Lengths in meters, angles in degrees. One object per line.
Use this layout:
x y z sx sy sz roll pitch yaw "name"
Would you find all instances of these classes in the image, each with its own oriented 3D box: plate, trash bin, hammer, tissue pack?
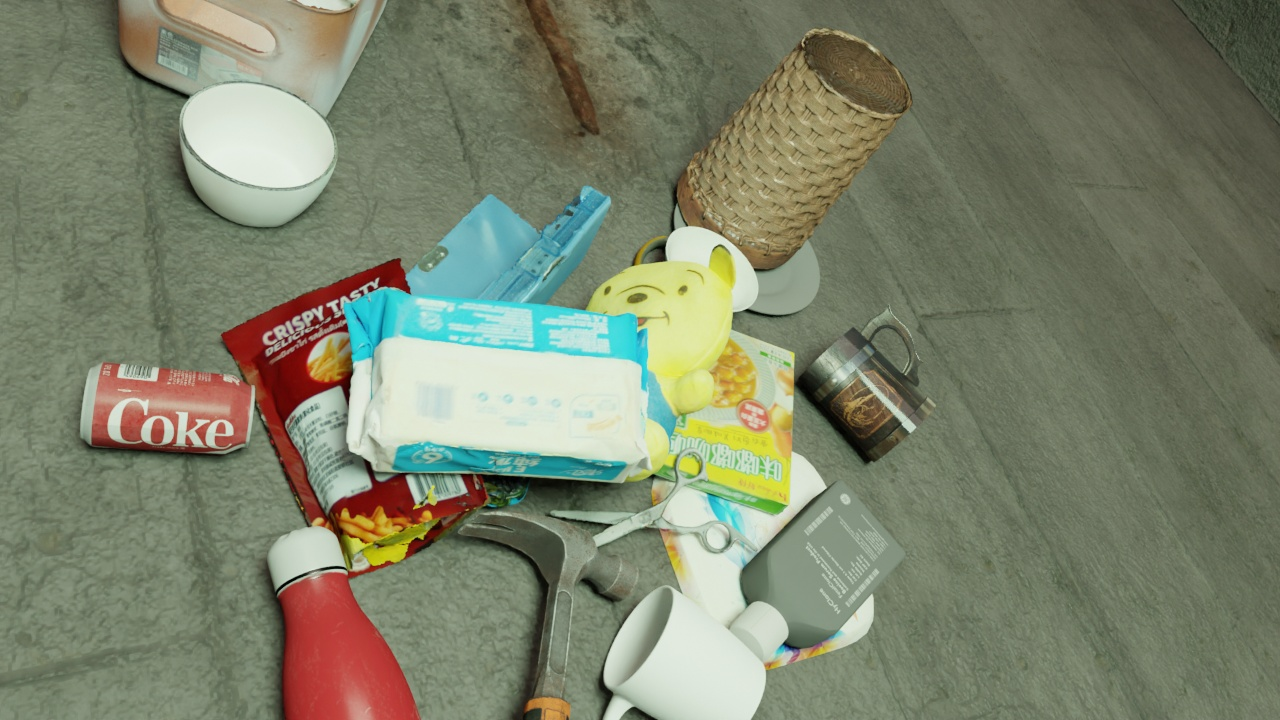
0.065 -0.083 0.893 0.104 0.026 0.104 18 48 -21 "plate"
0.148 -0.213 0.916 0.151 0.211 0.151 15 51 -20 "trash bin"
0.109 0.157 0.774 0.186 0.016 0.186 -4 60 -32 "plate"
0.113 -0.119 0.982 0.178 0.012 0.178 15 51 -20 "plate"
-0.069 0.227 0.555 0.137 0.035 0.313 33 35 -24 "hammer"
-0.092 0.018 0.608 0.209 0.066 0.116 6 60 -20 "tissue pack"
-0.317 -0.344 0.799 0.181 0.158 0.259 21 51 -16 "trash bin"

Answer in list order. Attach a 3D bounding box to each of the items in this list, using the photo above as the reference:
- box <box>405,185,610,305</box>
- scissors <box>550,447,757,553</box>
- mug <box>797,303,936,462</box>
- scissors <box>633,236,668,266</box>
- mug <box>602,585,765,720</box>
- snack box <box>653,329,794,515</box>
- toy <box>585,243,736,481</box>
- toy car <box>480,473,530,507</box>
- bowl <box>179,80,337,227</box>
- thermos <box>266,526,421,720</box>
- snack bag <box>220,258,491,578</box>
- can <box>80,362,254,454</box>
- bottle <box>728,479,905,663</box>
-0.130 -0.078 0.760 0.112 0.094 0.230 34 48 -1 "box"
0.013 0.134 0.718 0.141 0.014 0.147 -44 96 -19 "scissors"
0.229 0.019 0.882 0.107 0.116 0.080 47 14 10 "mug"
0.016 -0.039 0.864 0.225 0.016 0.228 15 52 -19 "scissors"
0.024 0.230 0.640 0.087 0.081 0.114 37 78 -10 "mug"
0.071 0.040 0.806 0.132 0.027 0.167 20 50 -13 "snack box"
-0.004 0.004 0.742 0.149 0.084 0.213 6 54 27 "toy"
-0.134 0.080 0.679 0.105 0.032 0.048 12 54 -5 "toy car"
-0.305 -0.158 0.730 0.116 0.066 0.116 15 51 -20 "bowl"
-0.168 0.209 0.536 0.073 0.073 0.239 -9 63 -35 "thermos"
-0.196 0.034 0.635 0.139 0.067 0.208 -28 73 -3 "snack bag"
-0.306 0.033 0.599 0.096 0.054 0.054 7 54 -26 "can"
0.132 0.175 0.729 0.173 0.046 0.083 -32 77 -41 "bottle"
